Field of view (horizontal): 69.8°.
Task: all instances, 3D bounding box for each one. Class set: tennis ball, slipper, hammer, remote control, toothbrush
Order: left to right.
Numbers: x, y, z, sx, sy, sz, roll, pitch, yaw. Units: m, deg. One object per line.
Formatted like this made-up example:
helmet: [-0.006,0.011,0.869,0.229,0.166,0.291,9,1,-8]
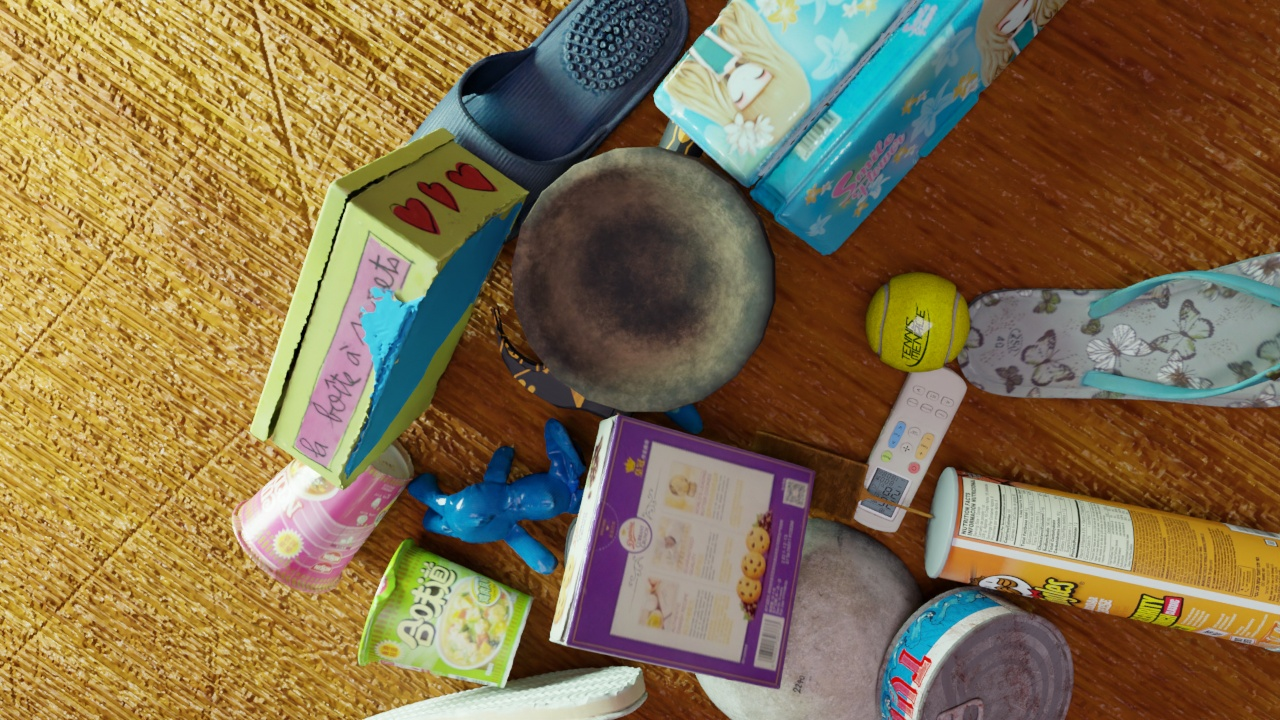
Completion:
slipper: [-0.121,0.278,0.695,0.273,0.114,0.054,-15,86,21]
slipper: [-0.078,-0.160,0.615,0.264,0.082,0.101,-39,94,15]
toothbrush: [-0.004,0.004,0.668,0.135,0.017,0.022,44,105,-3]
hammer: [0.005,-0.110,0.624,0.123,0.036,0.321,28,103,1]
remote control: [0.185,0.061,0.640,0.038,0.018,0.126,23,105,6]
tennis ball: [0.181,-0.025,0.599,0.065,0.065,0.065,2,101,10]
slipper: [0.342,-0.010,0.579,0.269,0.054,0.098,-6,102,13]

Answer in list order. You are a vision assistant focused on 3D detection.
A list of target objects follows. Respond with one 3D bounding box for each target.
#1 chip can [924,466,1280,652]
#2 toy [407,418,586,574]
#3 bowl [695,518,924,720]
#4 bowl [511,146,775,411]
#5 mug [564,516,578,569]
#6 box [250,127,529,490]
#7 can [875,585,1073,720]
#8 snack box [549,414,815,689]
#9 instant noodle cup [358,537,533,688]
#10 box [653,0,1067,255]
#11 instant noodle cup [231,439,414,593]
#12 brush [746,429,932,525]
chip can: [0.304,0.128,0.601,0.215,0.075,0.075,11,103,8]
toy: [-0.094,0.097,0.677,0.176,0.070,0.113,-9,110,12]
bowl: [0.116,0.207,0.651,0.178,0.081,0.178,2,99,10]
bowl: [0.005,-0.053,0.582,0.162,0.070,0.162,2,103,9]
mug: [0.000,0.127,0.645,0.087,0.078,0.113,-1,81,-25]
box: [-0.167,-0.032,0.602,0.083,0.124,0.222,33,129,2]
can: [0.225,0.222,0.618,0.129,0.044,0.130,-5,103,-21]
snack box: [0.030,0.123,0.587,0.148,0.041,0.143,17,75,-16]
instant noodle cup: [-0.143,0.198,0.695,0.108,0.098,0.099,19,104,-2]
box: [0.142,-0.185,0.546,0.169,0.085,0.227,35,107,-24]
instant noodle cup: [-0.233,0.103,0.694,0.097,0.097,0.109,43,98,0]
brush: [0.135,0.088,0.642,0.126,0.017,0.048,17,104,19]
